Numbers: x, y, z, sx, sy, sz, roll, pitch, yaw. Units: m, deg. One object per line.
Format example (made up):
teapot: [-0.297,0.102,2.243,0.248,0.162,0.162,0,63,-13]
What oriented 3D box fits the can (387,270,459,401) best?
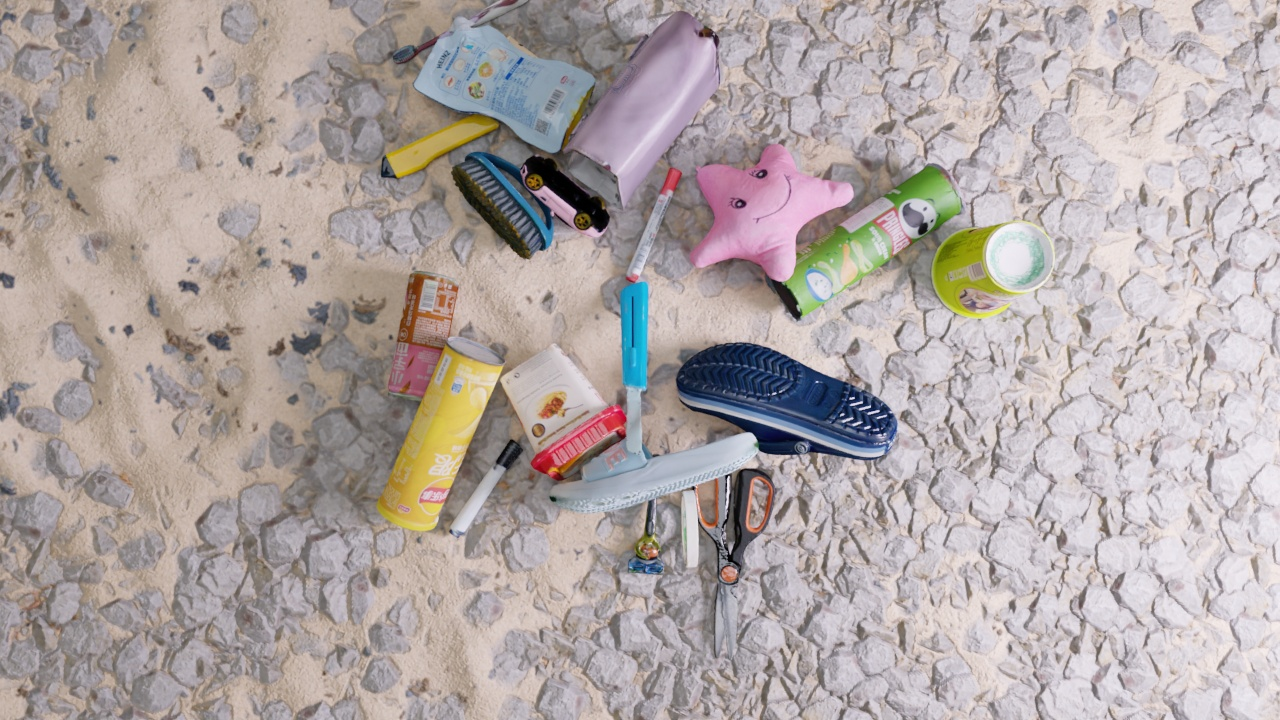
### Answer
can: [-0.251,-0.027,1.061,0.058,0.058,0.147,11,87,-1]

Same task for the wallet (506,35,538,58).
wallet: [-0.137,-0.320,1.096,0.115,0.024,0.087,37,82,-1]

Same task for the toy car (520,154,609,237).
toy car: [-0.090,-0.190,1.074,0.122,0.056,0.037,39,127,-8]

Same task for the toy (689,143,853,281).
toy: [0.129,-0.175,1.067,0.178,0.075,0.194,34,74,22]

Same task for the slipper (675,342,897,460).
slipper: [0.165,0.057,1.058,0.253,0.104,0.095,17,129,13]

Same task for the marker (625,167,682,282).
marker: [0.015,-0.161,1.096,0.017,0.017,0.145,23,87,-1]

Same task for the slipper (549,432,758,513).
slipper: [0.010,0.115,1.028,0.245,0.104,0.074,-18,76,9]

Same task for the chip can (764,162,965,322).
chip can: [0.262,-0.139,1.076,0.236,0.072,0.072,-33,89,-2]

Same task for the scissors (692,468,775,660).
scissors: [0.091,0.234,1.082,0.152,0.021,0.234,27,91,6]

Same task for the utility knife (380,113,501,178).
utility knife: [-0.239,-0.256,1.093,0.156,0.015,0.033,-26,95,-4]

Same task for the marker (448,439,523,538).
marker: [-0.181,0.151,1.076,0.022,0.018,0.130,34,87,-9]

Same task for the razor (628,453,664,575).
razor: [0.013,0.181,1.079,0.042,0.022,0.142,6,87,-3]

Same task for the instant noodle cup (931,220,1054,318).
instant noodle cup: [0.410,-0.109,1.052,0.111,0.123,0.111,0,87,-2]

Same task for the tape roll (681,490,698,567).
tape roll: [0.056,0.192,1.047,0.014,0.086,0.085,-2,87,-2]

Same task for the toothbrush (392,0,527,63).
toothbrush: [-0.213,-0.402,1.099,0.187,0.017,0.016,-27,89,-2]

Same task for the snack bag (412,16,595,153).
snack bag: [-0.157,-0.322,1.065,0.191,0.039,0.110,25,90,2]

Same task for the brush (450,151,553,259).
brush: [-0.152,-0.188,1.076,0.073,0.055,0.144,-41,89,-25]

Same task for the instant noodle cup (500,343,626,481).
instant noodle cup: [-0.090,0.057,1.042,0.116,0.116,0.124,-34,77,-3]

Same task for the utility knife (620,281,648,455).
utility knife: [-0.006,0.006,1.037,0.034,0.018,0.224,-5,59,7]

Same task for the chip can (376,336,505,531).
chip can: [-0.224,0.082,1.028,0.072,0.072,0.213,24,100,-1]

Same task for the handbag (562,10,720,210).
handbag: [0.002,-0.283,1.037,0.098,0.145,0.197,37,86,-2]
